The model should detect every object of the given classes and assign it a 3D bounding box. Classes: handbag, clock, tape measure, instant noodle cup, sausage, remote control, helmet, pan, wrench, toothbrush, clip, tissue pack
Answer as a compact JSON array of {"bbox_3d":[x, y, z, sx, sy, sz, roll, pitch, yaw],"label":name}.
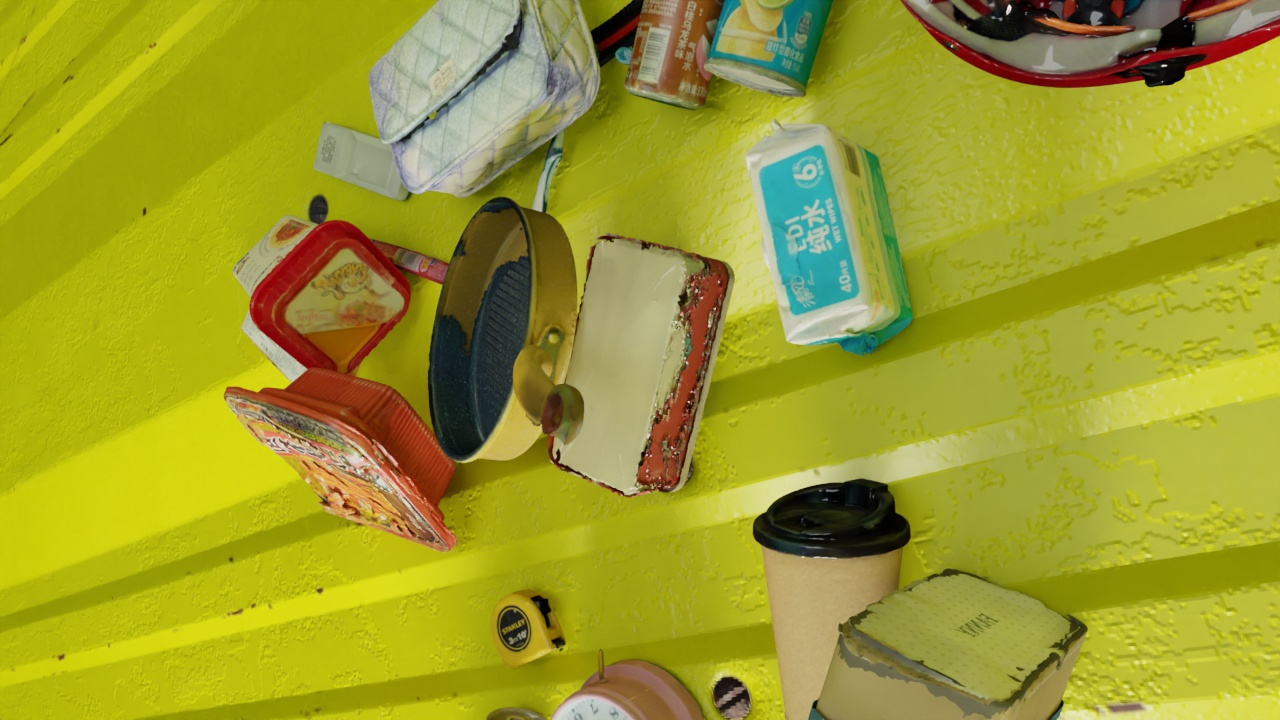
[{"bbox_3d":[-0.126,-0.218,0.702,0.194,0.075,0.134,-26,76,38],"label":"handbag"},{"bbox_3d":[-0.001,0.291,0.644,0.158,0.059,0.117,46,114,24],"label":"clock"},{"bbox_3d":[-0.090,0.210,0.724,0.060,0.028,0.057,-34,72,29],"label":"tape measure"},{"bbox_3d":[-0.233,0.076,0.763,0.165,0.189,0.078,12,54,32],"label":"instant noodle cup"},{"bbox_3d":[-0.206,-0.088,0.814,0.156,0.020,0.020,20,100,33],"label":"sausage"},{"bbox_3d":[-0.256,-0.185,0.848,0.125,0.024,0.049,23,101,33],"label":"remote control"},{"bbox_3d":[0.242,-0.229,0.444,0.240,0.143,0.207,8,94,20],"label":"helmet"},{"bbox_3d":[-0.087,-0.006,0.610,0.358,0.078,0.198,26,105,59],"label":"pan"},{"bbox_3d":[-0.043,-0.240,0.709,0.274,0.016,0.056,-18,84,33],"label":"wrench"},{"bbox_3d":[-0.066,-0.154,0.715,0.018,0.016,0.192,24,109,15],"label":"toothbrush"},{"bbox_3d":[0.011,-0.214,0.668,0.054,0.033,0.013,20,103,19],"label":"clip"},{"bbox_3d":[0.114,-0.073,0.555,0.063,0.089,0.140,-16,81,32],"label":"tissue pack"},{"bbox_3d":[-0.286,-0.065,0.807,0.116,0.116,0.124,-49,46,-12],"label":"instant noodle cup"}]

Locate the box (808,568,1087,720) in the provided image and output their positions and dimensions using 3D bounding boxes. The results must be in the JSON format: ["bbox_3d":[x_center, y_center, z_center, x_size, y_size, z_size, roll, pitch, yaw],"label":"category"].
[{"bbox_3d":[0.159,0.159,0.465,0.090,0.184,0.060,21,104,38],"label":"box"}]

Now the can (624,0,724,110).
[{"bbox_3d":[0.033,-0.247,0.617,0.058,0.057,0.147,24,107,32],"label":"can"}]

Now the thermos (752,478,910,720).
[{"bbox_3d":[0.117,0.149,0.555,0.093,0.092,0.143,1,98,34],"label":"thermos"}]

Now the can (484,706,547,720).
[{"bbox_3d":[-0.106,0.337,0.715,0.058,0.058,0.116,18,100,33],"label":"can"}]

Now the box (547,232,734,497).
[{"bbox_3d":[-0.004,0.004,0.624,0.091,0.076,0.168,18,100,34],"label":"box"}]

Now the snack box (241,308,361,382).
[{"bbox_3d":[-0.330,-0.022,0.893,0.154,0.026,0.075,38,109,28],"label":"snack box"}]

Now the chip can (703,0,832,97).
[{"bbox_3d":[0.104,-0.279,0.577,0.071,0.071,0.210,23,102,32],"label":"chip can"}]
